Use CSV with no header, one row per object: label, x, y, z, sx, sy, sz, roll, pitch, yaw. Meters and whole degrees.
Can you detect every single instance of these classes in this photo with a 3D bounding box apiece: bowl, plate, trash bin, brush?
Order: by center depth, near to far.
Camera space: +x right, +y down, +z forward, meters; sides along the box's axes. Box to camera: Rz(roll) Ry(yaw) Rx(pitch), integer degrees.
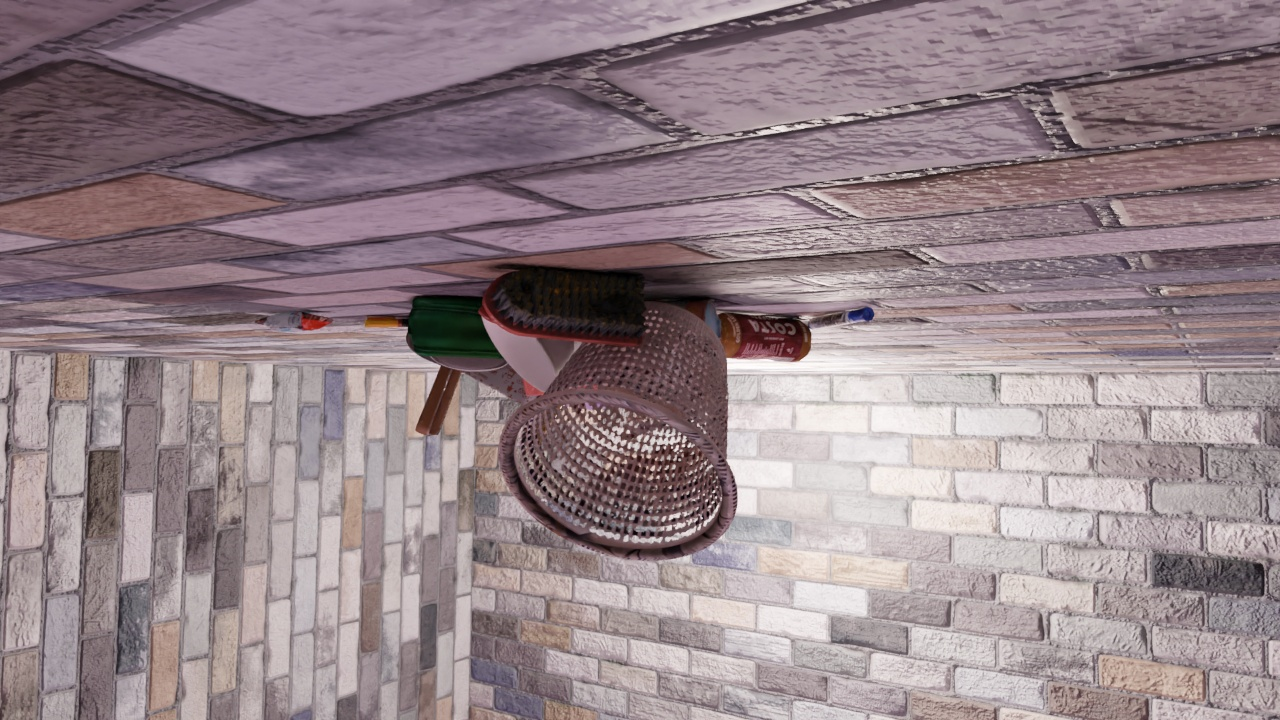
brush,-0.068,-0.046,0.810,0.145,0.063,0.069,3,163,-24
trash bin,-0.002,0.054,0.906,0.228,0.228,0.191,0,-140,18
bowl,-0.106,-0.031,0.972,0.064,0.118,0.118,-40,-164,-24
plate,-0.236,-0.015,1.273,0.179,0.024,0.180,0,155,0

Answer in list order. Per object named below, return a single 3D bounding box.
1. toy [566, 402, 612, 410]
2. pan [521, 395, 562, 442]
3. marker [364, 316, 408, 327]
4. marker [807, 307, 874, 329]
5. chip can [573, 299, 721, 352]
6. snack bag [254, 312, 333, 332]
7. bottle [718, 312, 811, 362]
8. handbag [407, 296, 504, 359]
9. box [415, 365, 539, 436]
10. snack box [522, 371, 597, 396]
toy,-0.097,0.049,1.371,0.108,0.038,0.084,9,160,29
pan,-0.106,0.028,1.600,0.078,0.198,0.356,30,-155,-2
marker,-0.315,-0.053,1.263,0.123,0.015,0.018,-1,179,-12
marker,0.239,-0.050,1.108,0.017,0.017,0.146,2,177,-15
chip can,-0.021,-0.031,1.022,0.215,0.071,0.071,-1,177,20
snack bag,-0.462,-0.051,1.223,0.104,0.026,0.048,0,171,32
bottle,0.137,-0.029,1.146,0.174,0.057,0.058,3,177,-38
handbag,-0.202,-0.039,1.060,0.131,0.068,0.120,1,-175,-23
box,-0.248,0.057,1.443,0.157,0.192,0.183,26,176,-2
snack box,-0.076,-0.007,1.130,0.113,0.044,0.126,-6,-155,12
